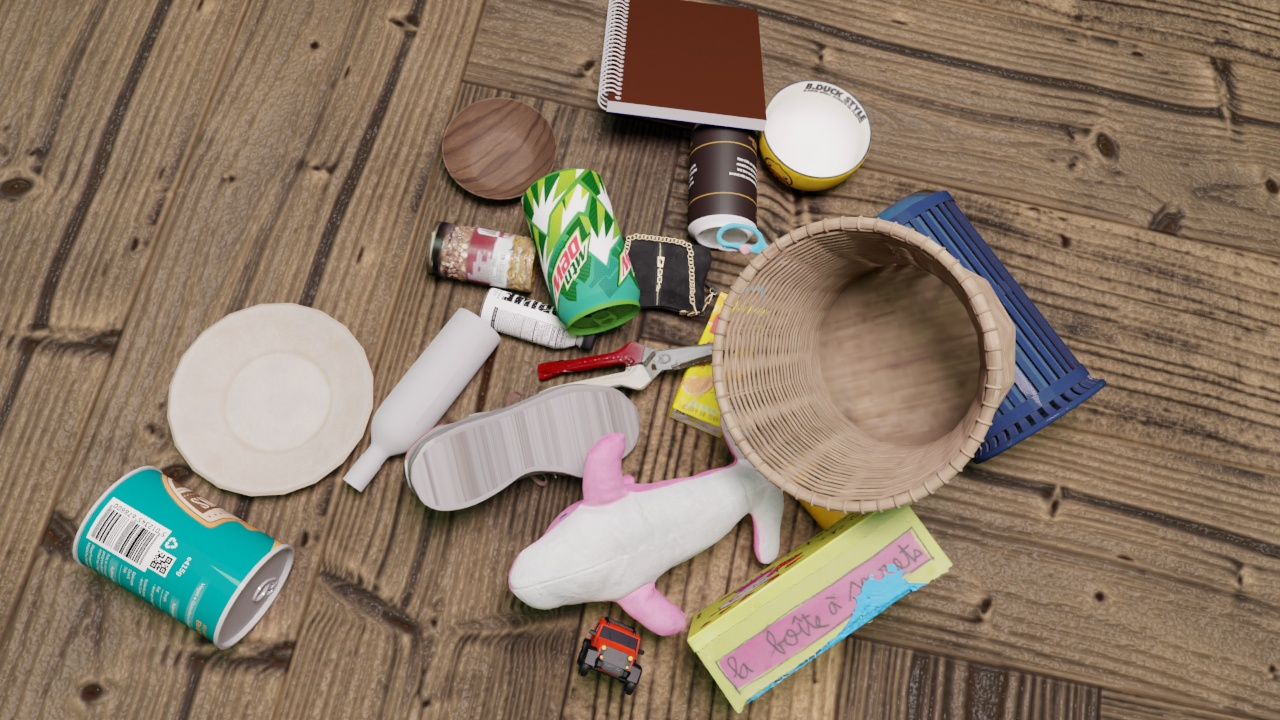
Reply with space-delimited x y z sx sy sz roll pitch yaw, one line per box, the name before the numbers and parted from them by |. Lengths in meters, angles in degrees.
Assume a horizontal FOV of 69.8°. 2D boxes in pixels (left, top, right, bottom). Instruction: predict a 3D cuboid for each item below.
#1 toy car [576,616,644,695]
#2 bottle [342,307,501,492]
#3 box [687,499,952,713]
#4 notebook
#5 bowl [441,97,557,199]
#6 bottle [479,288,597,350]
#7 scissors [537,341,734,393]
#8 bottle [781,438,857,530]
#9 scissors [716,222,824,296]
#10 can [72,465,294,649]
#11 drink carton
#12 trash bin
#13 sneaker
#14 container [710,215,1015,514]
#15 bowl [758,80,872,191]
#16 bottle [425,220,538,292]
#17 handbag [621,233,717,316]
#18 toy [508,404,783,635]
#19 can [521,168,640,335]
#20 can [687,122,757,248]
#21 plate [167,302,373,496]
toy car | -0.025 0.256 0.805 0.051 0.100 0.048 22 79 -1
bottle | -0.213 0.040 0.879 0.052 0.052 0.195 34 74 6
box | 0.153 0.202 0.801 0.221 0.124 0.079 -37 81 4
notebook | 0.045 -0.327 0.988 0.171 0.022 0.208 6 51 -4
bowl | -0.148 -0.218 0.972 0.119 0.032 0.119 1 73 -4
bottle | -0.100 -0.037 0.917 0.116 0.041 0.041 17 73 0
scissors | -0.009 0.000 0.904 0.188 0.015 0.140 -41 70 -3
bottle | 0.184 0.139 0.887 0.043 0.043 0.143 -37 80 -14
scissors | 0.137 -0.086 0.931 0.139 0.118 0.015 18 33 4
can | -0.394 0.170 0.800 0.144 0.099 0.099 29 73 4
drink carton | 0.080 0.003 0.920 0.058 0.043 0.134 23 72 3
trash bin | 0.316 -0.040 0.905 0.139 0.139 0.249 -30 76 -13
sneaker | -0.116 0.076 0.864 0.235 0.090 0.099 -12 101 -32
container | 0.204 -0.001 0.781 0.227 0.195 0.227 3 95 31
bowl | 0.181 -0.232 0.985 0.117 0.068 0.117 1 73 -4
bottle | -0.157 -0.104 0.925 0.105 0.056 0.056 10 73 -2
handbag | 0.016 -0.084 0.942 0.128 0.054 0.079 5 84 -6
toy | 0.001 0.144 0.837 0.265 0.128 0.187 -20 100 -14
can | -0.057 -0.104 0.885 0.083 0.083 0.144 -16 76 -10
can | 0.086 -0.187 0.962 0.072 0.072 0.128 3 73 -4
plate | -0.351 0.037 0.881 0.188 0.027 0.188 1 73 -4
